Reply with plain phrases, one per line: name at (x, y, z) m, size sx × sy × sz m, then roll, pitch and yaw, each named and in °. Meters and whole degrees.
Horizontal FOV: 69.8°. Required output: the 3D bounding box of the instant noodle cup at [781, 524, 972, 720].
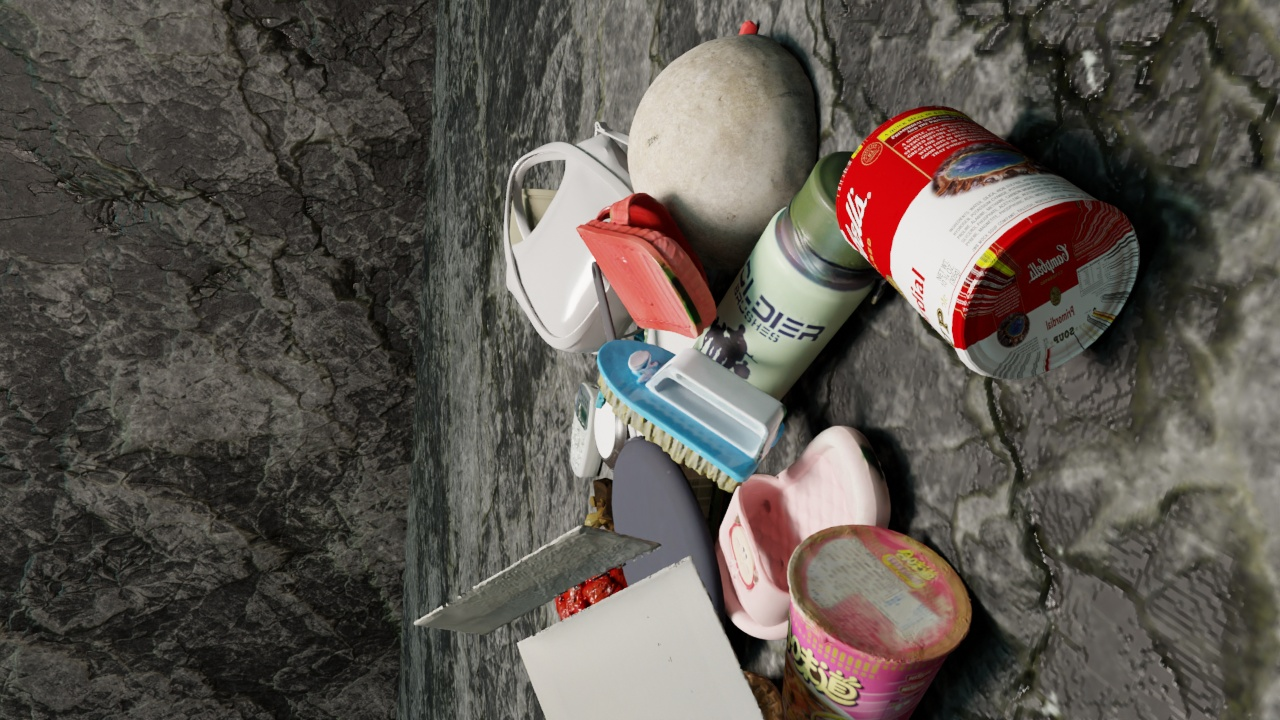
instant noodle cup at (0.123, 0.165, 0.518) m, size 0.097 × 0.097 × 0.109 m, roll -118°, pitch 26°, yaw -52°

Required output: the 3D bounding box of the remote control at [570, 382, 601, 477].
remote control at (-0.061, 0.083, 1.085) m, size 0.060 × 0.028 × 0.114 m, roll -128°, pitch 43°, yaw -58°

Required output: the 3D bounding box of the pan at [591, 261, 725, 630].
pan at (-0.002, 0.087, 0.774) m, size 0.199 × 0.021 × 0.356 m, roll 149°, pitch 108°, yaw -68°

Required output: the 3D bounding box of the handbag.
handbag at (-0.058, -0.135, 0.887) m, size 0.216 × 0.095 × 0.222 m, roll -54°, pitch 53°, yaw 24°

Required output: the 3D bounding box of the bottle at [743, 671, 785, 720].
bottle at (0.054, 0.282, 0.729) m, size 0.166 × 0.059 × 0.059 m, roll 132°, pitch 134°, yaw -61°

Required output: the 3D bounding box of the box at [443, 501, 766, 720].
box at (0.038, 0.265, 0.521) m, size 0.166 × 0.098 × 0.368 m, roll -35°, pitch 75°, yaw 36°

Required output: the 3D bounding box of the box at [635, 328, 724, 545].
box at (0.038, 0.054, 0.798) m, size 0.118 × 0.050 × 0.206 m, roll -146°, pitch 58°, yaw -61°

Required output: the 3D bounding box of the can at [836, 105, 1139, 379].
can at (0.157, -0.059, 0.431) m, size 0.116 × 0.086 × 0.087 m, roll -116°, pitch 33°, yaw -51°

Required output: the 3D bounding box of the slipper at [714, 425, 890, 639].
slipper at (0.099, 0.122, 0.623) m, size 0.222 × 0.055 × 0.106 m, roll 120°, pitch 143°, yaw -51°

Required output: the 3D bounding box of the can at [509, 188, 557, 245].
can at (-0.081, -0.144, 1.006) m, size 0.128 × 0.127 × 0.073 m, roll -160°, pitch 74°, yaw -68°

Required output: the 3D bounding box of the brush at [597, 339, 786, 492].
brush at (0.028, 0.024, 0.615) m, size 0.136 × 0.055 × 0.075 m, roll 33°, pitch 145°, yaw 17°

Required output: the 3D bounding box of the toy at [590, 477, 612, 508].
toy at (-0.031, 0.161, 0.966) m, size 0.076 × 0.062 × 0.100 m, roll 63°, pitch 164°, yaw 10°

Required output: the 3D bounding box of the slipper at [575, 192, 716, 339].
slipper at (0.012, -0.073, 0.675) m, size 0.103 × 0.059 × 0.249 m, roll 56°, pitch 173°, yaw -13°

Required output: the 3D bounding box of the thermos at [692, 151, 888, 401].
thermos at (0.099, -0.034, 0.608) m, size 0.232 × 0.082 × 0.082 m, roll 119°, pitch 146°, yaw -51°

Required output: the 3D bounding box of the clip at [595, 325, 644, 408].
clip at (-0.017, 0.004, 0.904) m, size 0.119 × 0.102 × 0.027 m, roll -93°, pitch 19°, yaw -48°

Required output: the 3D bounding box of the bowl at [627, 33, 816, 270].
bowl at (0.044, -0.161, 0.693) m, size 0.179 × 0.081 × 0.178 m, roll 1°, pitch 91°, yaw 53°

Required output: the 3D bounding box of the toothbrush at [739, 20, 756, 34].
toothbrush at (0.060, -0.194, 0.797) m, size 0.017 × 0.012 × 0.213 m, roll -110°, pitch 29°, yaw -43°

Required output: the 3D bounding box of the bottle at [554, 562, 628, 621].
bottle at (-0.038, 0.252, 0.946) m, size 0.111 × 0.098 × 0.099 m, roll 61°, pitch 146°, yaw 35°

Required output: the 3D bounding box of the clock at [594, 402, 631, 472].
clock at (-0.020, 0.073, 0.954) m, size 0.091 × 0.043 × 0.122 m, roll 152°, pitch 117°, yaw -67°
